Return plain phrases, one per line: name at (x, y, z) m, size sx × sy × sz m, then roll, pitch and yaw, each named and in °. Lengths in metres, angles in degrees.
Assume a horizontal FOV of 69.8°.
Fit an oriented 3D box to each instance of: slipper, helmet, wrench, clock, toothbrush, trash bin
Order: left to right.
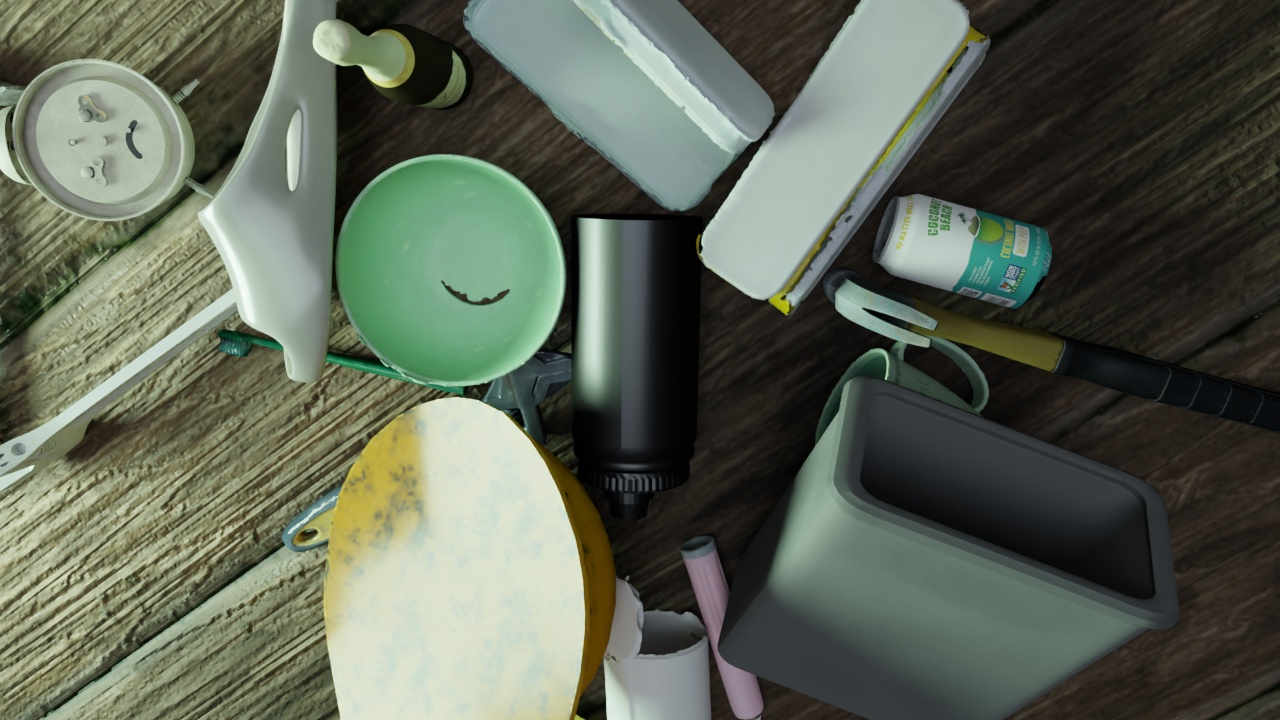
clock at (-0.382, -0.149, 0.628) m, size 0.156 × 0.061 × 0.103 m, roll -4°, pitch 103°, yaw -9°
wrench at (-0.375, 0.015, 0.674) m, size 0.273 × 0.086 × 0.018 m, roll -35°, pitch 97°, yaw 1°
slipper at (-0.242, -0.119, 0.594) m, size 0.080 × 0.113 × 0.266 m, roll 1°, pitch 101°, yaw -26°
toothbrush at (-0.219, 0.003, 0.674) m, size 0.190 × 0.016 × 0.017 m, roll 11°, pitch 100°, yaw 3°
wrench at (-0.156, 0.072, 0.674) m, size 0.274 × 0.022 × 0.073 m, roll -30°, pitch 115°, yaw 13°
helmet at (-0.093, 0.159, 0.612) m, size 0.206 × 0.131 × 0.255 m, roll -12°, pitch 75°, yaw 28°
toothbrush at (0.074, 0.237, 0.691) m, size 0.026 × 0.027 × 0.222 m, roll -23°, pitch 102°, yaw -25°
trash bin at (0.171, 0.137, 0.570) m, size 0.192 × 0.097 × 0.220 m, roll 21°, pitch 139°, yaw 1°

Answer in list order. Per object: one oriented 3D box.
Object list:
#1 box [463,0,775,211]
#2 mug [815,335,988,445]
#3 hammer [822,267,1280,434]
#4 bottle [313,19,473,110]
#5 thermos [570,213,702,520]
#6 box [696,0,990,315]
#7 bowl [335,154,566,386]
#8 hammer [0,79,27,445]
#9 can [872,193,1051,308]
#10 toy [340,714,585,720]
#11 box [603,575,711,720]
box at (-0.026, -0.184, 0.591) m, size 0.215 × 0.105 × 0.127 m, roll 45°, pitch 125°, yaw -5°
mug at (0.189, 0.038, 0.615) m, size 0.104 × 0.084 × 0.111 m, roll 28°, pitch 75°, yaw -8°
hammer at (0.286, 0.001, 0.585) m, size 0.333 × 0.117 × 0.025 m, roll 15°, pitch 105°, yaw -3°
bottle at (-0.145, -0.177, 0.542) m, size 0.045 × 0.184 × 0.045 m, roll 1°, pitch 102°, yaw 5°
thermos at (-0.004, 0.004, 0.617) m, size 0.086 × 0.086 × 0.199 m, roll 2°, pitch 102°, yaw 5°
box at (0.131, -0.125, 0.571) m, size 0.117 × 0.057 × 0.210 m, roll 23°, pitch 108°, yaw -41°
bowl at (-0.119, -0.062, 0.619) m, size 0.151 × 0.077 × 0.151 m, roll 1°, pitch 102°, yaw 6°
hammer at (-0.501, -0.059, 0.677) m, size 0.121 × 0.049 × 0.319 m, roll 6°, pitch 104°, yaw 2°
can at (0.208, -0.072, 0.596) m, size 0.101 × 0.055 × 0.055 m, roll 16°, pitch 103°, yaw 2°
toy at (-0.117, 0.299, 0.694) m, size 0.214 × 0.084 × 0.149 m, roll 38°, pitch 104°, yaw 0°
box at (0.008, 0.215, 0.661) m, size 0.092 × 0.083 × 0.166 m, roll -6°, pitch 101°, yaw -27°
